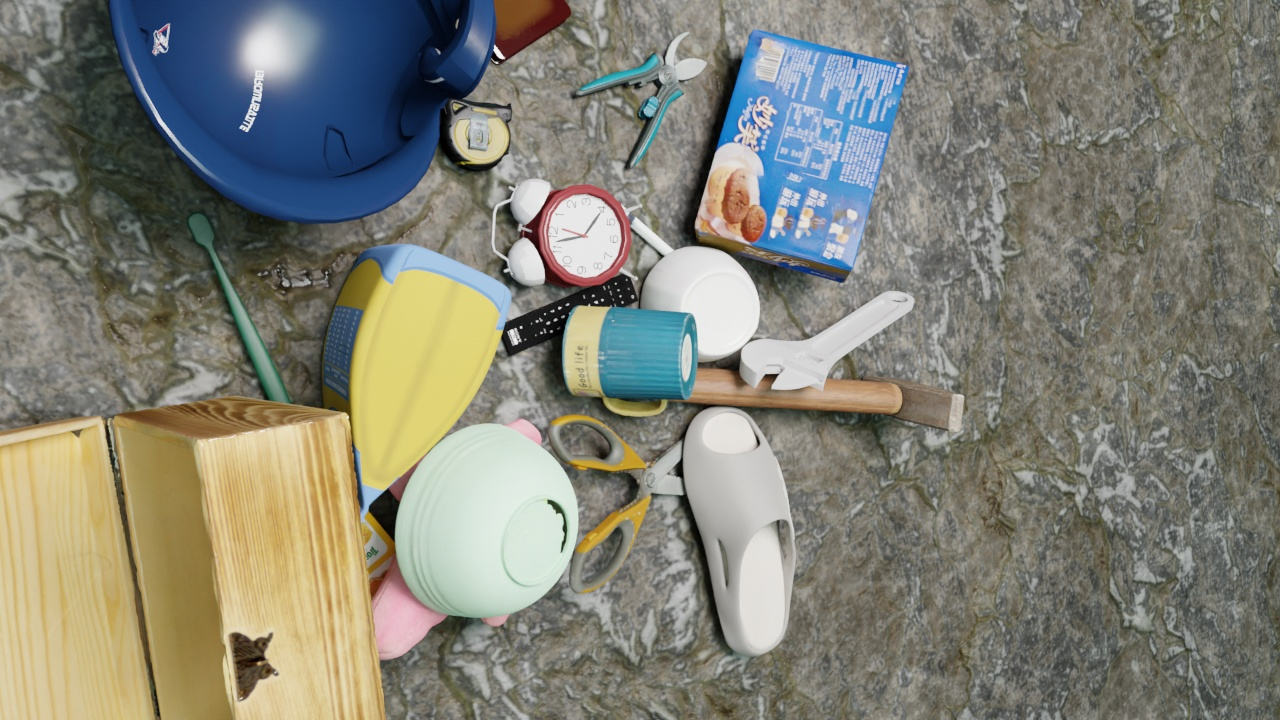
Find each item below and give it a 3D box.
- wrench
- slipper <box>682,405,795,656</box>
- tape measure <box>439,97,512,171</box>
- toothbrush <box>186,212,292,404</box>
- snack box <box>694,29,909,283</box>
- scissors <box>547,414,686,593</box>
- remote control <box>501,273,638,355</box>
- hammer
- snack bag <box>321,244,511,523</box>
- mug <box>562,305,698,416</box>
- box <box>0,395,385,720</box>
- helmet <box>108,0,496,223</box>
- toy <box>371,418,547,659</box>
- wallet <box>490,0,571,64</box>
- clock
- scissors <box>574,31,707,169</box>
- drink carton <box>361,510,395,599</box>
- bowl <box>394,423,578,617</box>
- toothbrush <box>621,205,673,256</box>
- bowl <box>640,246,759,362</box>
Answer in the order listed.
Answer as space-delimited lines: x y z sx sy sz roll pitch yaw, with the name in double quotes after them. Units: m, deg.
0.198 -0.028 0.942 0.272 0.087 0.018 -29 133 -43 "wrench"
0.118 0.175 0.918 0.112 0.081 0.266 -14 99 -35 "slipper"
-0.143 -0.196 0.799 0.061 0.034 0.061 -1 96 -25 "tape measure"
-0.317 -0.028 0.736 0.016 0.017 0.190 -25 105 -23 "toothbrush"
0.153 -0.195 0.887 0.155 0.069 0.202 16 85 6 "snack box"
-0.010 0.109 0.868 0.224 0.016 0.216 -45 117 -32 "scissors"
-0.066 -0.045 0.860 0.139 0.009 0.030 -25 104 -23 "remote control"
0.161 0.034 0.920 0.300 0.158 0.037 4 94 -14 "hammer"
-0.197 0.019 0.717 0.102 0.159 0.205 23 84 -27 "snack bag"
-0.005 0.005 0.832 0.083 0.107 0.114 -74 160 -46 "mug"
-0.377 0.184 0.598 0.322 0.285 0.279 -12 99 -38 "box"
-0.247 -0.214 0.636 0.232 0.224 0.271 24 52 -39 "helmet"
-0.151 0.153 0.764 0.235 0.097 0.192 -50 124 -44 "toy"
-0.128 -0.332 0.809 0.091 0.018 0.115 -40 106 -18 "wallet"
-0.068 -0.113 0.833 0.137 0.048 0.096 3 92 -27 "clock"
0.000 -0.257 0.873 0.124 0.019 0.154 18 84 -27 "scissors"
-0.229 0.177 0.777 0.058 0.040 0.122 -40 109 -19 "drink carton"
-0.101 0.127 0.692 0.150 0.077 0.151 -10 104 -47 "bowl"
0.042 -0.091 0.908 0.186 0.012 0.017 39 79 -23 "toothbrush"
0.063 -0.050 0.882 0.116 0.066 0.116 -4 103 -19 "bowl"
